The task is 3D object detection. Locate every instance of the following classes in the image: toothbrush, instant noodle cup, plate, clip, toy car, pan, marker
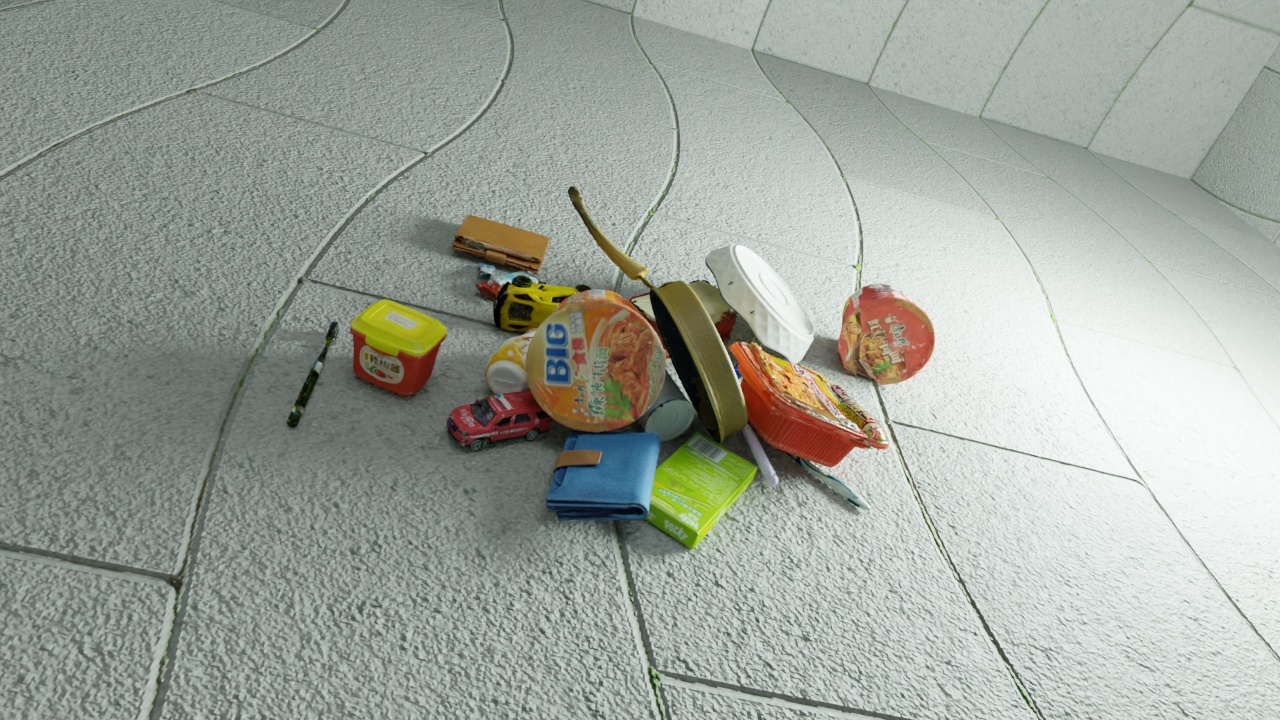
[{"bbox_3d":[-0.357,0.011,1.006,0.012,0.017,0.185,15,32,-12],"label":"toothbrush"},{"bbox_3d":[0.203,0.122,1.122,0.192,0.018,0.016,37,36,28],"label":"toothbrush"},{"bbox_3d":[-0.050,-0.009,1.032,0.151,0.151,0.111,14,18,-7],"label":"instant noodle cup"},{"bbox_3d":[0.177,-0.089,1.320,0.205,0.046,0.204,41,23,-22],"label":"plate"},{"bbox_3d":[0.130,0.095,1.094,0.029,0.021,0.189,14,22,-17],"label":"toothbrush"},{"bbox_3d":[-0.217,-0.121,1.286,0.024,0.028,0.056,13,23,-13],"label":"clip"},{"bbox_3d":[-0.153,0.062,1.008,0.120,0.045,0.053,-12,41,-36],"label":"toy car"},{"bbox_3d":[0.361,-0.049,1.366,0.138,0.138,0.108,18,26,-2],"label":"instant noodle cup"},{"bbox_3d":[0.018,-0.064,1.092,0.078,0.198,0.357,-24,81,-5],"label":"pan"},{"bbox_3d":[0.192,0.059,1.122,0.188,0.079,0.164,23,19,-26],"label":"instant noodle cup"},{"bbox_3d":[0.156,-0.011,1.304,0.017,0.017,0.145,25,32,11],"label":"marker"},{"bbox_3d":[-0.117,-0.068,1.200,0.155,0.071,0.041,4,33,-23],"label":"toy car"}]

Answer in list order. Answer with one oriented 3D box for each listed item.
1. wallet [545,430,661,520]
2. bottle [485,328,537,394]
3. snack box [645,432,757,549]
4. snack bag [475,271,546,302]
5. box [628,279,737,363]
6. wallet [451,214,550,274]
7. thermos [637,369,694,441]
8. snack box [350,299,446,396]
[{"bbox_3d":[-0.037,0.117,0.964,0.106,0.040,0.132,1,28,8],"label":"wallet"},{"bbox_3d":[-0.140,0.000,1.090,0.063,0.063,0.108,21,32,4],"label":"bottle"},{"bbox_3d":[0.060,0.140,1.013,0.086,0.026,0.156,30,33,17],"label":"snack box"},{"bbox_3d":[-0.178,-0.106,1.269,0.045,0.026,0.105,26,30,29],"label":"snack bag"},{"bbox_3d":[0.059,-0.061,1.273,0.091,0.079,0.167,38,37,30],"label":"box"},{"bbox_3d":[-0.204,-0.173,1.356,0.132,0.031,0.107,14,29,-5],"label":"wallet"},{"bbox_3d":[-0.007,0.007,1.146,0.070,0.070,0.220,-1,37,-28],"label":"thermos"},{"bbox_3d":[-0.272,-0.013,1.027,0.091,0.080,0.081,22,33,6],"label":"snack box"}]
